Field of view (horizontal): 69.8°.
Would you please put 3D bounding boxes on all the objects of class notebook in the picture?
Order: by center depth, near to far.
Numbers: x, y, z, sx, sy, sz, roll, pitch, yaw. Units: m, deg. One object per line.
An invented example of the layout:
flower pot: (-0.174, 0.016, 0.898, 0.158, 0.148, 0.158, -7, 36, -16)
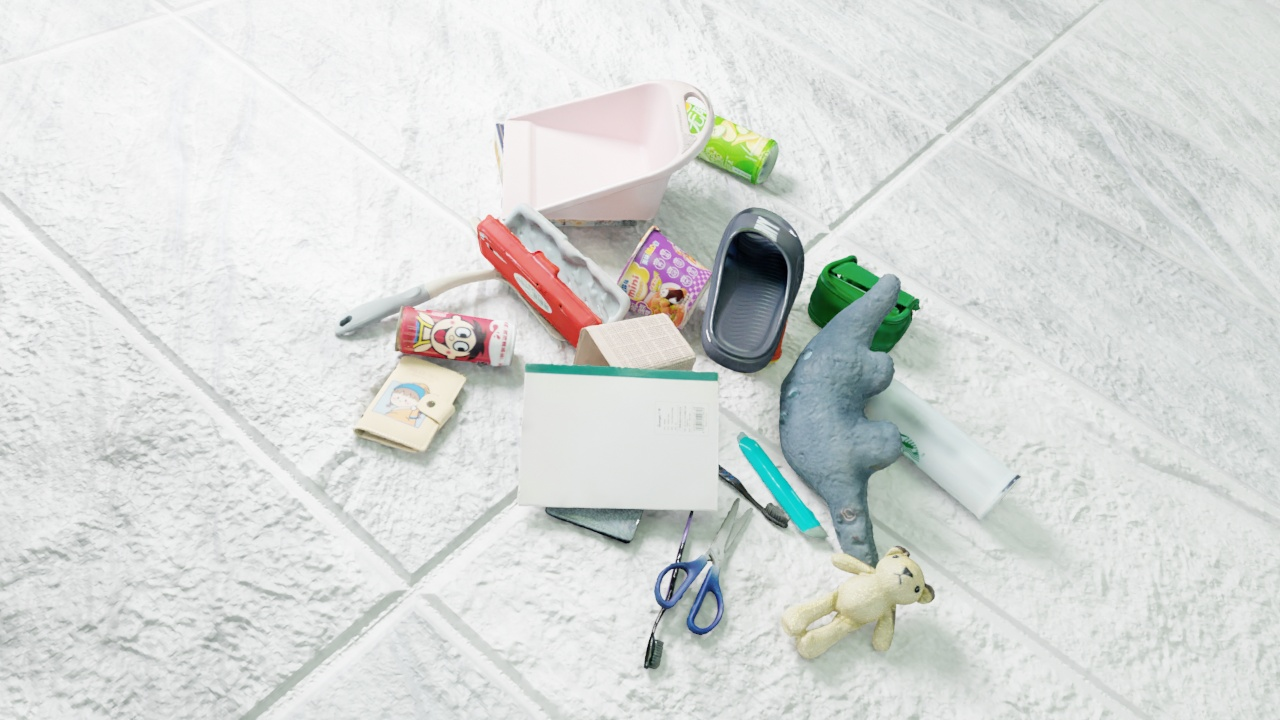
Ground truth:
notebook: (-0.020, 0.081, 0.962, 0.209, 0.012, 0.150, 3, 80, -6)

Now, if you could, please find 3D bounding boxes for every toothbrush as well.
toothbrush: (0.034, 0.224, 0.919, 0.017, 0.014, 0.188, 23, 48, -2)
toothbrush: (0.091, 0.122, 1.021, 0.189, 0.016, 0.014, 39, 39, 22)

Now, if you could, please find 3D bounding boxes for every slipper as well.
slipper: (0.141, -0.103, 1.077, 0.110, 0.083, 0.267, 18, 50, 1)

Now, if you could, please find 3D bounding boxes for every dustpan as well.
dustpan: (-0.050, -0.296, 1.214, 0.273, 0.139, 0.222, 2, 50, -13)

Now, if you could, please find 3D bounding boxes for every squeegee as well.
squeegee: (-0.251, -0.082, 1.109, 0.246, 0.039, 0.246, -20, 56, -27)

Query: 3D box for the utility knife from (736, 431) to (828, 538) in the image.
utility knife: (0.153, 0.138, 1.023, 0.029, 0.013, 0.161, -15, 51, -27)

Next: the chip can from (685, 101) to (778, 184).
chip can: (0.102, -0.341, 1.393, 0.221, 0.073, 0.072, 28, 49, 12)

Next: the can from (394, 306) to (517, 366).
can: (-0.211, -0.027, 1.053, 0.132, 0.053, 0.053, 8, 48, -11)

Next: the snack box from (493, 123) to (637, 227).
snack box: (-0.106, -0.264, 1.296, 0.182, 0.046, 0.177, -3, 51, -16)

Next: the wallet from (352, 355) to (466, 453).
wallet: (-0.248, 0.049, 1.006, 0.087, 0.024, 0.114, 16, 46, 9)

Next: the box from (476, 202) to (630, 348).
box: (-0.103, -0.107, 1.116, 0.091, 0.095, 0.201, -41, 75, -20)

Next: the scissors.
scissors: (0.066, 0.197, 0.940, 0.128, 0.012, 0.172, 18, 50, -18)

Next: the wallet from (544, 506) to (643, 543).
wallet: (-0.037, 0.132, 0.983, 0.097, 0.019, 0.120, 18, 49, 6)

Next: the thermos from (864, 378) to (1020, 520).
thermos: (0.326, 0.087, 1.070, 0.073, 0.073, 0.224, -31, 61, -33)

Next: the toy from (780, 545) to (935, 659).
toy: (0.213, 0.240, 0.909, 0.157, 0.066, 0.105, -24, 66, -14)

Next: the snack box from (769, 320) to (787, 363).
snack box: (0.136, -0.049, 1.137, 0.082, 0.080, 0.091, -6, 51, -16)

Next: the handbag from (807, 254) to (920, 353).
handbag: (0.296, -0.076, 1.212, 0.131, 0.068, 0.119, 36, 44, 20)

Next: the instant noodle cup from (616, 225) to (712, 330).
instant noodle cup: (0.030, -0.095, 1.143, 0.099, 0.112, 0.111, 31, 49, 4)

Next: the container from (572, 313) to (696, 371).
container: (-0.006, 0.006, 1.054, 0.110, 0.090, 0.090, -16, 54, -28)

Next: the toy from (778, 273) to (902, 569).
toy: (0.224, 0.062, 1.031, 0.138, 0.091, 0.355, 0, 67, 17)
